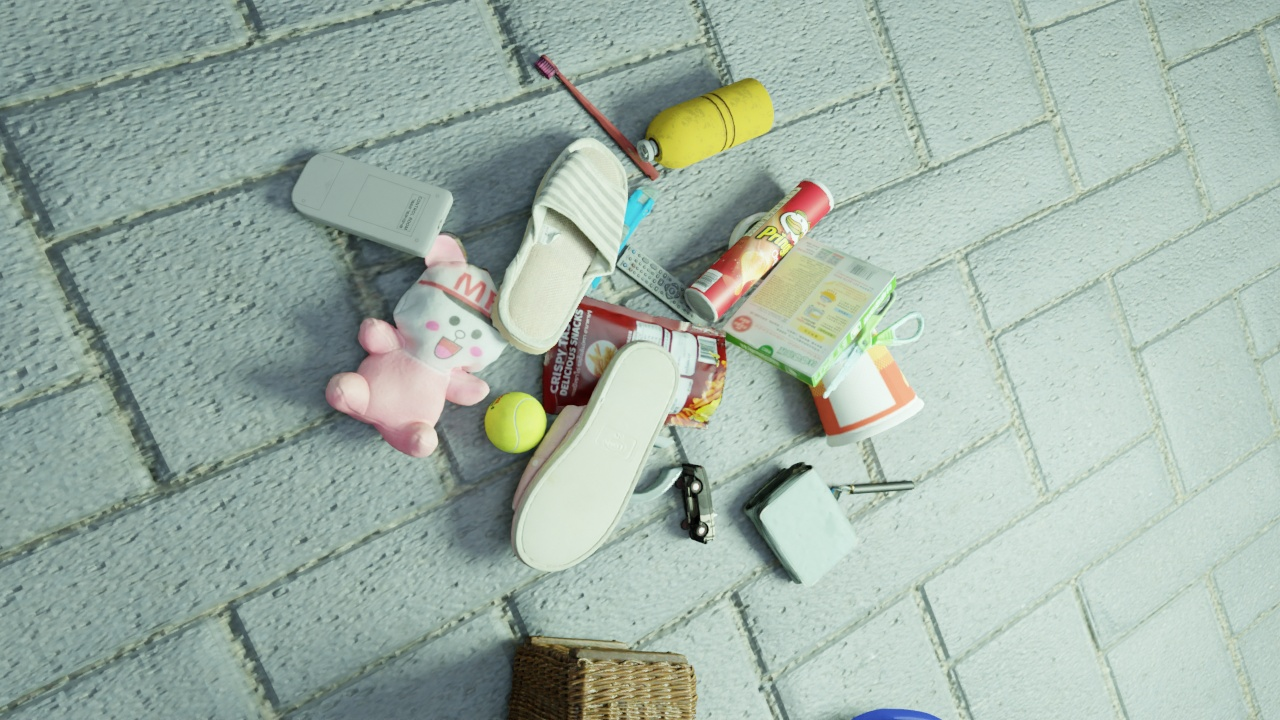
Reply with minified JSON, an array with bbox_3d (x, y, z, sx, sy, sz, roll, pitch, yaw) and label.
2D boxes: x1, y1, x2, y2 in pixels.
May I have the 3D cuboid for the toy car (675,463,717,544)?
[{"bbox_3d":[0.068,0.165,1.070,0.037,0.040,0.092,-10,94,-26],"label":"toy car"}]

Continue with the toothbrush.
[{"bbox_3d":[-0.049,-0.276,1.055,0.190,0.016,0.016,43,77,-16],"label":"toothbrush"}]

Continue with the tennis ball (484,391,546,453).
[{"bbox_3d":[-0.133,0.066,0.978,0.065,0.065,0.065,1,87,-23],"label":"tennis ball"}]

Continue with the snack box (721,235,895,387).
[{"bbox_3d":[0.197,-0.062,1.075,0.167,0.132,0.027,-48,146,-17],"label":"snack box"}]

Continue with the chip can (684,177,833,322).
[{"bbox_3d":[0.142,-0.132,1.088,0.214,0.052,0.052,-44,104,-18],"label":"chip can"}]

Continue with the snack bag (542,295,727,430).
[{"bbox_3d":[-0.006,0.006,1.036,0.207,0.067,0.139,10,89,-19],"label":"snack bag"}]

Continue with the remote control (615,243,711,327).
[{"bbox_3d":[0.032,-0.084,1.081,0.136,0.013,0.033,37,75,-17],"label":"remote control"}]

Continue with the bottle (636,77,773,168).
[{"bbox_3d":[0.070,-0.273,1.077,0.163,0.071,0.071,-27,98,-21],"label":"bottle"}]

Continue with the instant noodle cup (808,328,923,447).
[{"bbox_3d":[0.261,0.024,1.122,0.123,0.124,0.121,-26,90,-22],"label":"instant noodle cup"}]

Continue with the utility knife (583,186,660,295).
[{"bbox_3d":[-0.033,-0.130,1.057,0.031,0.015,0.185,35,77,-13],"label":"utility knife"}]

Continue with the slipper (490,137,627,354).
[{"bbox_3d":[-0.078,-0.129,0.982,0.114,0.054,0.272,37,59,-30],"label":"slipper"}]

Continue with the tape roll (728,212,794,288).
[{"bbox_3d":[0.153,-0.135,1.132,0.093,0.018,0.094,1,87,-23],"label":"tape roll"}]

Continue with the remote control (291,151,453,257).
[{"bbox_3d":[-0.272,-0.159,0.925,0.151,0.019,0.074,19,71,3],"label":"remote control"}]

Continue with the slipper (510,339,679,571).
[{"bbox_3d":[-0.049,0.101,0.988,0.114,0.054,0.274,34,82,-19],"label":"slipper"}]

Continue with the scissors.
[{"bbox_3d":[0.251,-0.025,1.068,0.174,0.032,0.093,-32,81,-22],"label":"scissors"}]

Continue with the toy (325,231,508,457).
[{"bbox_3d":[-0.213,-0.014,0.939,0.142,0.084,0.213,36,76,-18],"label":"toy"}]

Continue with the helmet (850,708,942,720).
[{"bbox_3d":[0.337,0.508,1.069,0.241,0.228,0.148,9,94,-22],"label":"helmet"}]

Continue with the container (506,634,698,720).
[{"bbox_3d":[-0.043,0.378,0.916,0.162,0.250,0.183,10,76,-22],"label":"container"}]

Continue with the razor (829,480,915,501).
[{"bbox_3d":[0.293,0.166,1.178,0.144,0.022,0.043,-4,131,-27],"label":"razor"}]

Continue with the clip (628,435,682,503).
[{"bbox_3d":[-0.036,0.114,1.039,0.163,0.028,0.115,-19,94,-23],"label":"clip"}]

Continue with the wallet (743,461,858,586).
[{"bbox_3d":[0.197,0.200,1.119,0.100,0.054,0.131,-36,103,-11],"label":"wallet"}]
